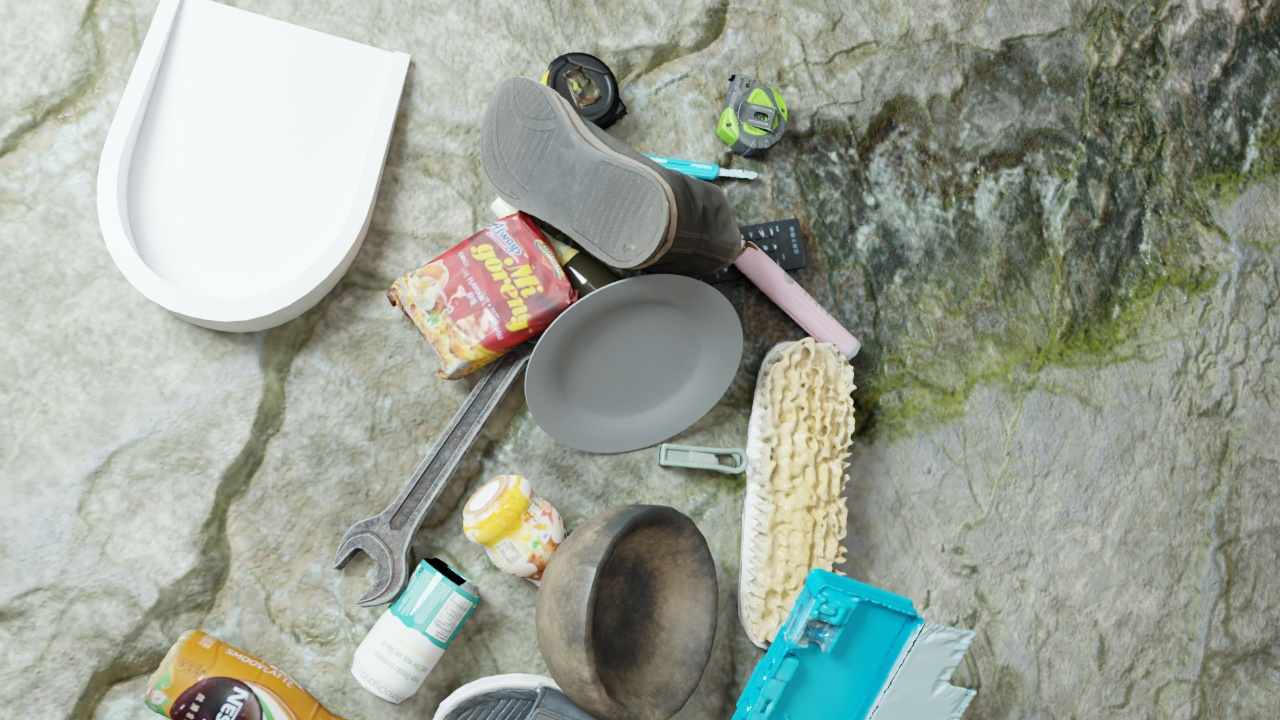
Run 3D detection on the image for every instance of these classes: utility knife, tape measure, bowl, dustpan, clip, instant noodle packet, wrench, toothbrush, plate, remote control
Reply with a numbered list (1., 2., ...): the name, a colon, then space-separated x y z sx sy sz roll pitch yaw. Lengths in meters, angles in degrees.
1. utility knife: 0.037 -0.171 0.811 0.140 0.015 0.022 2 51 -15
2. tape measure: 0.102 -0.217 0.821 0.058 0.036 0.065 15 79 -12
3. bowl: -0.014 0.189 0.696 0.162 0.070 0.162 5 84 -51
4. dustpan: -0.301 -0.152 0.704 0.191 0.053 0.257 13 80 -12
5. tape measure: -0.053 -0.223 0.781 0.071 0.042 0.072 -36 90 -12
6. clip: 0.052 0.083 0.777 0.075 0.037 0.023 6 83 -8
7. instant noodle packet: -0.123 -0.052 0.728 0.135 0.039 0.098 -30 82 3
8. wrench: -0.147 0.067 0.722 0.070 0.010 0.273 25 74 27
9. toothbrush: 0.107 -0.075 0.787 0.222 0.027 0.027 40 119 -18
10. plate: -0.004 0.004 0.721 0.178 0.179 0.012 -10 42 -15
11. remote control: 0.072 -0.091 0.807 0.150 0.022 0.047 -10 86 -13

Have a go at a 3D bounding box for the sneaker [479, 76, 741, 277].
1. sneaker: -0.030 -0.142 0.722 0.235 0.119 0.095 35 107 33

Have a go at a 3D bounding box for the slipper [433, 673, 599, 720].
1. slipper: -0.036 0.327 0.690 0.264 0.063 0.111 35 100 -9

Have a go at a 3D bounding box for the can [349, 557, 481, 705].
1. can: -0.169 0.203 0.692 0.055 0.055 0.101 37 76 -7

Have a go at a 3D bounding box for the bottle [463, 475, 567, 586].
1. bottle: -0.087 0.141 0.718 0.063 0.063 0.109 -45 110 -15

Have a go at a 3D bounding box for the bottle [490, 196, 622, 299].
1. bottle: -0.052 -0.070 0.761 0.184 0.045 0.045 43 75 1

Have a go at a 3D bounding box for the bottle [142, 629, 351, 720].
1. bottle: -0.265 0.255 0.660 0.167 0.059 0.059 30 77 -9

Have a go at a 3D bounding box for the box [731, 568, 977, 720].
1. box: 0.169 0.290 0.728 0.181 0.039 0.227 20 105 -12

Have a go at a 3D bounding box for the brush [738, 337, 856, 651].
1. brush: 0.131 0.114 0.776 0.083 0.057 0.271 8 81 -13
